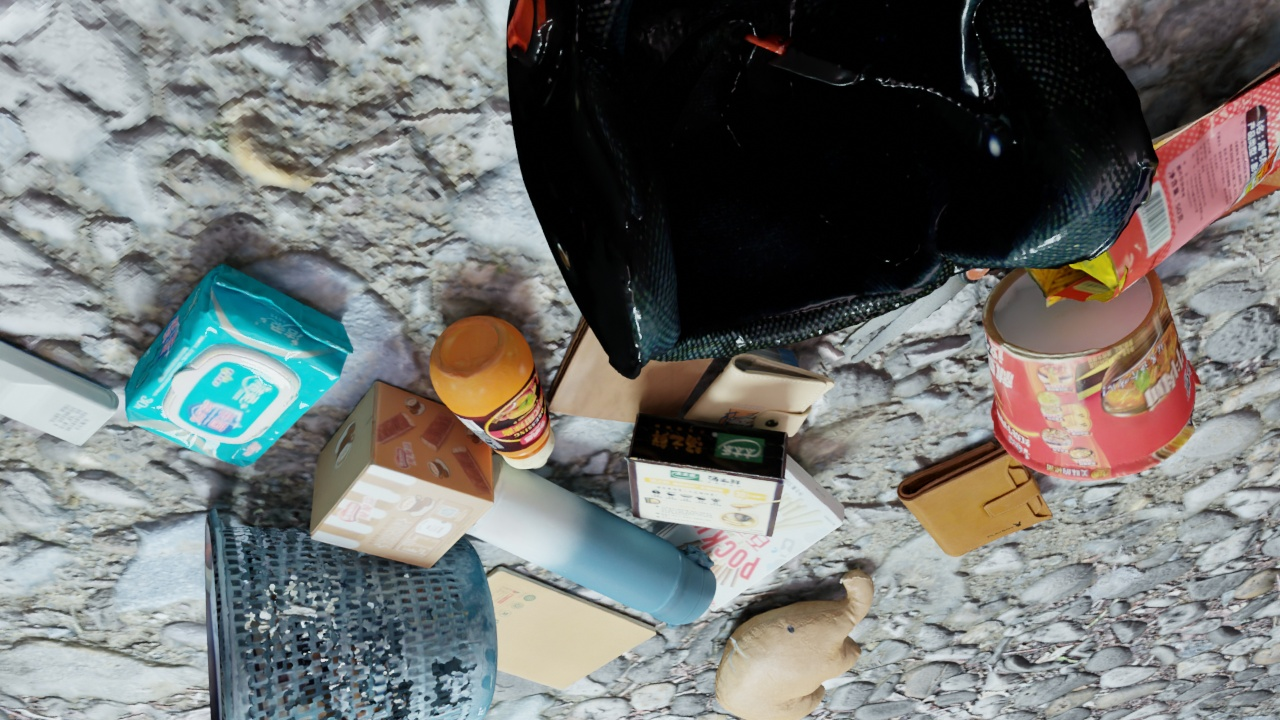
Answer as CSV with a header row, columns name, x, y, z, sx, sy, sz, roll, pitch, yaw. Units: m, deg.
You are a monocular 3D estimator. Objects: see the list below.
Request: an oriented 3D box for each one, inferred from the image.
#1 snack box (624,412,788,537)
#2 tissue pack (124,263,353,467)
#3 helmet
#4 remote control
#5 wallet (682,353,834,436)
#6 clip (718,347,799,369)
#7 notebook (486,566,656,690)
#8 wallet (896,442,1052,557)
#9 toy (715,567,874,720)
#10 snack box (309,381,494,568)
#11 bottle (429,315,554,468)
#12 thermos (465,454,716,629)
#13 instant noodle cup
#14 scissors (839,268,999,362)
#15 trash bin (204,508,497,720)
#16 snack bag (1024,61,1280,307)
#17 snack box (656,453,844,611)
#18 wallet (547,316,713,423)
name,x,y,z,sx,sy,sz,roll,pitch,yaw
snack box,0.049,0.086,0.683,0.113,0.053,0.126,7,147,7
tissue pack,-0.253,0.005,0.578,0.093,0.050,0.134,31,122,-34
helmet,0.056,-0.122,0.384,0.233,0.230,0.275,-14,139,-18
remote control,-0.401,0.013,0.576,0.049,0.024,0.125,-35,132,23
wallet,0.083,0.037,0.677,0.087,0.024,0.115,9,145,-18
clip,0.086,0.000,0.660,0.056,0.024,0.026,7,131,-12
notebook,-0.106,0.271,0.907,0.148,0.008,0.207,-38,130,26
wallet,0.304,0.127,0.829,0.108,0.031,0.132,-28,135,19
toy,0.157,0.297,0.941,0.143,0.082,0.227,5,131,-23
snack box,-0.169,0.083,0.655,0.094,0.077,0.093,24,126,-32
bottle,-0.093,0.033,0.635,0.067,0.066,0.150,-15,143,4
thermos,-0.036,0.148,0.733,0.220,0.070,0.070,30,123,-23
instant noodle cup,0.300,-0.003,0.630,0.138,0.137,0.108,-24,126,13
scissors,0.237,-0.062,0.600,0.161,0.021,0.234,17,119,-34
trash bin,-0.223,0.218,0.706,0.194,0.226,0.227,-2,137,-28
snack bag,0.334,-0.112,0.547,0.207,0.073,0.129,-30,144,-6
snack box,0.087,0.145,0.782,0.084,0.026,0.157,42,118,-9
wallet,-0.004,0.004,0.650,0.101,0.020,0.116,10,135,-21
